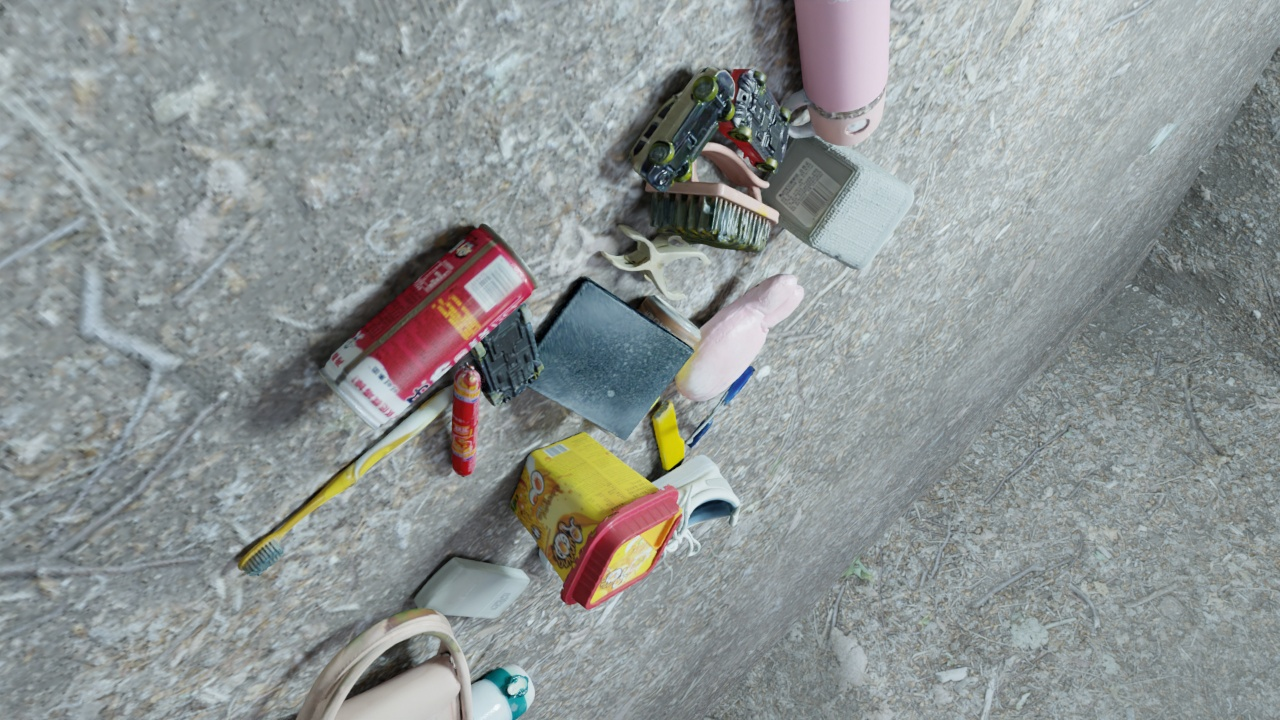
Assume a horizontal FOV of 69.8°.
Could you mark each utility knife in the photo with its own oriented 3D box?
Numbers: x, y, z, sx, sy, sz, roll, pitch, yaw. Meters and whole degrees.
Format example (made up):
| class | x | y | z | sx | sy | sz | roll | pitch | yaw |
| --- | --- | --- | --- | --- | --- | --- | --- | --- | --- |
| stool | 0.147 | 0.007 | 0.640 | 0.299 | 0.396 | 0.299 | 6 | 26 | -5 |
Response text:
| class | x | y | z | sx | sy | sz | roll | pitch | yaw |
| --- | --- | --- | --- | --- | --- | --- | --- | --- | --- |
| utility knife | 0.031 | 0.084 | 1.001 | 0.033 | 0.015 | 0.154 | -40 | 154 | -16 |

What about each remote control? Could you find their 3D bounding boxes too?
| class | x | y | z | sx | sy | sz | roll | pitch | yaw |
| --- | --- | --- | --- | --- | --- | --- | --- | --- | --- |
| remote control | -0.160 | 0.221 | 0.890 | 0.058 | 0.021 | 0.150 | -46 | 155 | 0 |

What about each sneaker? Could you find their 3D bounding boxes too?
| class | x | y | z | sx | sy | sz | roll | pitch | yaw |
| --- | --- | --- | --- | --- | --- | --- | --- | --- | --- |
| sneaker | 0.007 | 0.190 | 1.010 | 0.241 | 0.090 | 0.090 | -21 | 145 | -29 |

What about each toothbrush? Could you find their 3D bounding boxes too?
| class | x | y | z | sx | sy | sz | roll | pitch | yaw |
| --- | --- | --- | --- | --- | --- | --- | --- | --- | --- |
| toothbrush | -0.197 | 0.081 | 0.635 | 0.191 | 0.018 | 0.016 | -41 | 156 | -14 |

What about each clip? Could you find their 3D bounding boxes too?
| class | x | y | z | sx | sy | sz | roll | pitch | yaw |
| --- | --- | --- | --- | --- | --- | --- | --- | --- | --- |
| clip | 0.019 | -0.090 | 0.717 | 0.084 | 0.035 | 0.104 | -45 | 147 | 1 |

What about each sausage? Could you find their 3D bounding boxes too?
| class | x | y | z | sx | sy | sz | roll | pitch | yaw |
| --- | --- | --- | --- | --- | --- | --- | --- | --- | --- |
| sausage | -0.130 | 0.048 | 0.676 | 0.020 | 0.020 | 0.156 | -33 | 158 | -29 |

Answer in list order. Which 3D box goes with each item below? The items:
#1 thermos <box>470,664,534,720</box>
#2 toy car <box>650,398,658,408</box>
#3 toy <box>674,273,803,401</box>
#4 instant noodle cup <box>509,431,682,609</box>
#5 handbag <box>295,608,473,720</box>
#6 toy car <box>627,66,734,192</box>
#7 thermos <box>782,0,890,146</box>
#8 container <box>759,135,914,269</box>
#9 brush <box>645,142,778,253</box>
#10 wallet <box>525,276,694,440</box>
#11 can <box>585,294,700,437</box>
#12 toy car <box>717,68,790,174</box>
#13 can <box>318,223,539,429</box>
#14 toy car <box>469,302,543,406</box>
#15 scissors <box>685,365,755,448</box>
| class | x | y | z | sx | sy | sz | roll | pitch | yaw |
| --- | --- | --- | --- | --- | --- | --- | --- | --- | --- |
| thermos | -0.218 | 0.425 | 1.036 | 0.223 | 0.073 | 0.073 | -27 | 148 | -38 |
| toy car | 0.004 | 0.020 | 0.850 | 0.105 | 0.032 | 0.048 | -53 | 154 | 6 |
| toy | 0.095 | -0.023 | 0.901 | 0.159 | 0.054 | 0.121 | -44 | 162 | 6 |
| instant noodle cup | -0.046 | 0.139 | 0.831 | 0.115 | 0.123 | 0.116 | -19 | 142 | -46 |
| handbag | -0.238 | 0.316 | 0.833 | 0.192 | 0.093 | 0.235 | -21 | 141 | -43 |
| toy car | 0.029 | -0.160 | 0.626 | 0.090 | 0.035 | 0.042 | -52 | 156 | 8 |
| thermos | 0.138 | -0.233 | 0.671 | 0.087 | 0.067 | 0.199 | -16 | 156 | 6 |
| container | 0.167 | -0.144 | 0.809 | 0.114 | 0.090 | 0.090 | 5 | 122 | -55 |
| brush | 0.066 | -0.123 | 0.713 | 0.145 | 0.063 | 0.073 | 2 | 96 | -60 |
| wallet | -0.028 | 0.002 | 0.723 | 0.120 | 0.019 | 0.097 | 32 | 100 | -30 |
| can | -0.005 | 0.005 | 0.781 | 0.116 | 0.058 | 0.058 | -51 | 155 | 7 |
| toy car | 0.086 | -0.177 | 0.687 | 0.106 | 0.031 | 0.049 | 21 | 84 | -60 |
| can | -0.128 | -0.020 | 0.557 | 0.132 | 0.053 | 0.053 | -43 | 154 | -9 |
| toy car | -0.098 | -0.008 | 0.647 | 0.048 | 0.031 | 0.106 | -40 | 155 | -21 |
| scissors | 0.083 | 0.054 | 1.002 | 0.174 | 0.012 | 0.163 | -45 | 171 | -38 |
